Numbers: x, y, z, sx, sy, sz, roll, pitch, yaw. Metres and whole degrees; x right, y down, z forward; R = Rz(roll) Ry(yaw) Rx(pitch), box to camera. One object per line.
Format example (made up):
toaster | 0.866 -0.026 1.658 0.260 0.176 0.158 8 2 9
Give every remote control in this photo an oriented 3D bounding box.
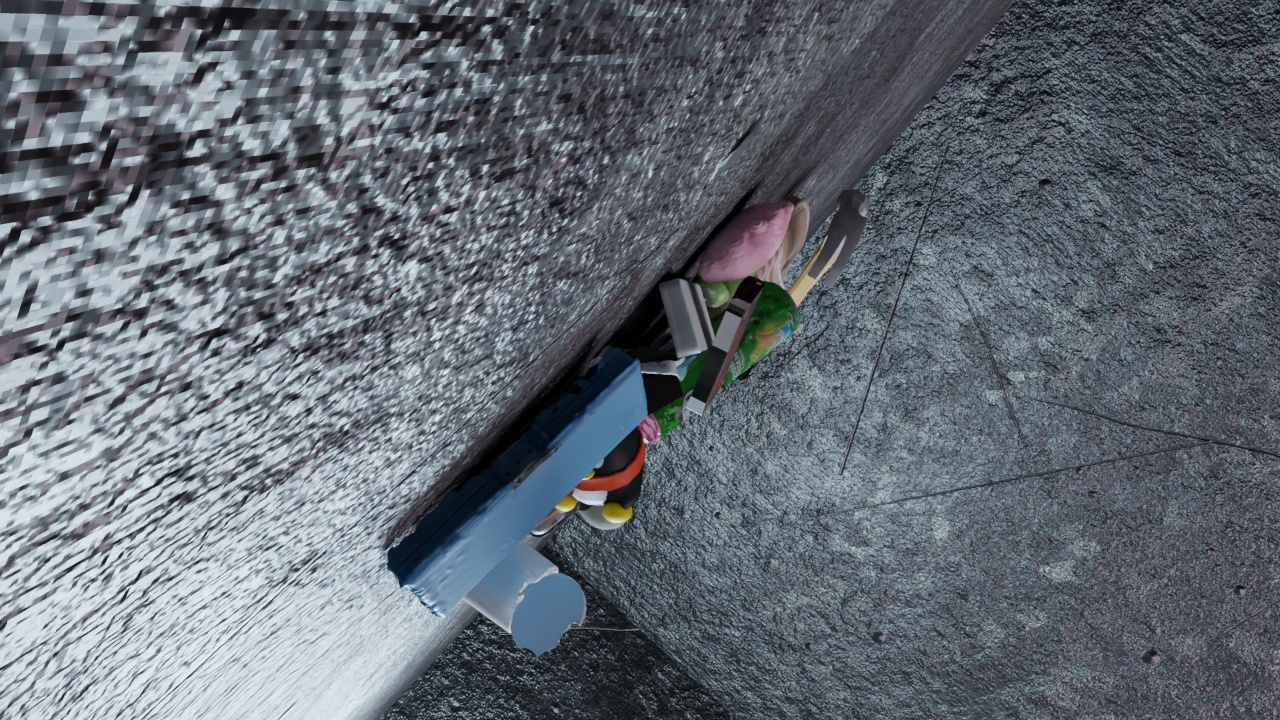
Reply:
remote control | -0.024 0.048 0.864 0.149 0.034 0.013 -28 -162 -29

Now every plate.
plate | -0.006 0.006 1.047 0.178 0.012 0.178 -48 175 -5

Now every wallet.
wallet | 0.078 -0.014 0.849 0.072 0.019 0.123 -47 161 -57

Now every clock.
clock | 0.098 -0.097 0.981 0.119 0.042 0.094 -49 174 14

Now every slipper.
slipper | 0.157 -0.114 1.127 0.262 0.052 0.115 -49 147 -38

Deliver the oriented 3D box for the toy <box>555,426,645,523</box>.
toy | -0.042 0.088 0.919 0.099 0.097 0.119 -63 157 -45

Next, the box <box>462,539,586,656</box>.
box | -0.115 0.204 0.826 0.084 0.160 0.119 -53 166 -20

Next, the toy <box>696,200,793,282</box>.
toy | 0.097 -0.108 0.826 0.093 0.050 0.102 -47 173 31

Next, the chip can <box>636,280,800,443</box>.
chip can | 0.075 -0.003 0.990 0.222 0.075 0.076 -36 171 -24

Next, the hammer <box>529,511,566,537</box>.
hammer | -0.037 0.135 1.295 0.328 0.052 0.098 -38 173 -13

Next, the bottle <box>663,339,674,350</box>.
bottle | 0.042 0.020 1.066 0.046 0.072 0.160 -46 178 41

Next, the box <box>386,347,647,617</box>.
box | -0.090 0.099 0.717 0.231 0.066 0.173 -44 177 -17

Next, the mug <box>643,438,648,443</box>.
mug | 0.017 0.040 1.222 0.097 0.078 0.111 126 -21 -49

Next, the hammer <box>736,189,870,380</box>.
hammer | 0.200 -0.079 1.224 0.130 0.039 0.329 -64 -177 -40

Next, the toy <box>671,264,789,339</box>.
toy | 0.119 -0.071 1.256 0.263 0.065 0.197 -43 168 -37

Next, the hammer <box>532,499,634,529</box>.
hammer | -0.117 0.184 1.095 0.323 0.043 0.155 -37 -151 36

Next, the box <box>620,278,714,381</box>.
box | 0.016 -0.020 0.847 0.096 0.086 0.198 -18 179 11
